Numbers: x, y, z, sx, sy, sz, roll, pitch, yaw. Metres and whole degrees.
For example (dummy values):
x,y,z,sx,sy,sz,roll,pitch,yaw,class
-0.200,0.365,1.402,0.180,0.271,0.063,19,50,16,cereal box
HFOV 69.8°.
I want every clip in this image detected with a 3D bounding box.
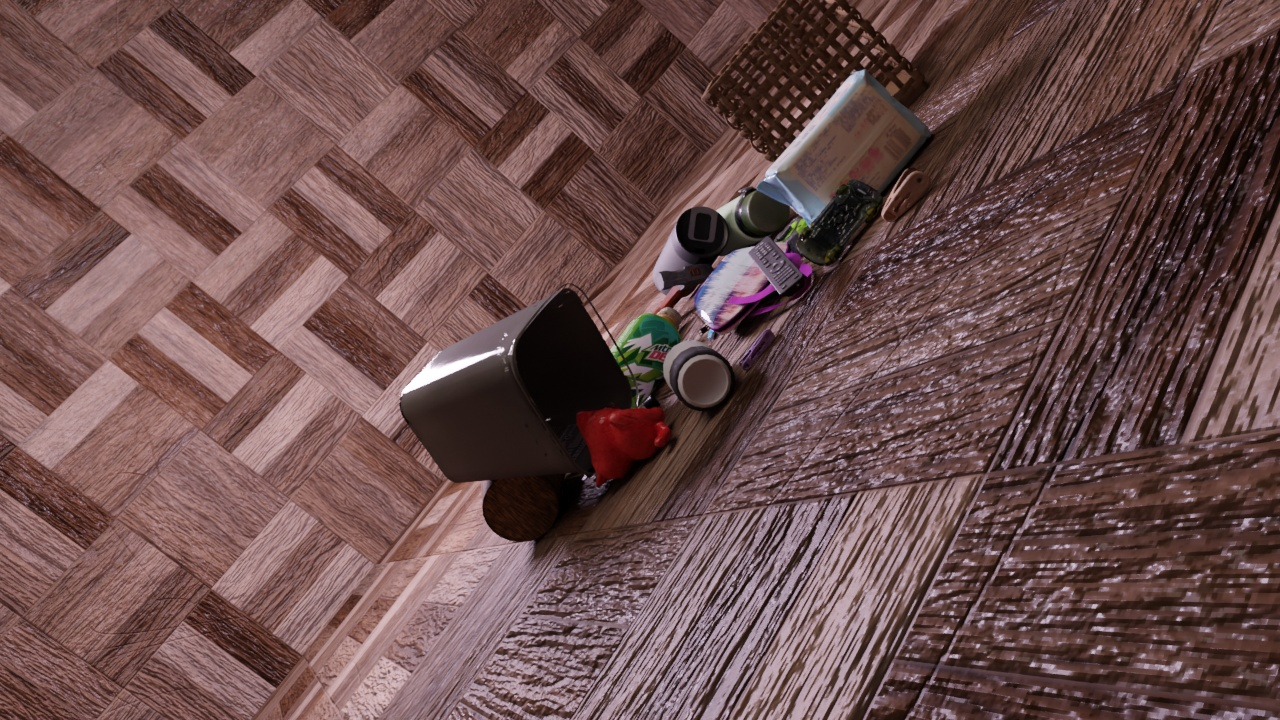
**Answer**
x,y,z,sx,sy,sz,roll,pitch,yaw,class
0.122,-0.008,0.970,0.052,0.014,0.040,-47,9,29,clip
0.262,-0.163,0.902,0.060,0.024,0.039,-59,6,4,clip

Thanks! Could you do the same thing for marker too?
x,y,z,sx,sy,sz,roll,pitch,yaw,class
-0.029,0.105,1.199,0.146,0.019,0.019,-48,9,9,marker

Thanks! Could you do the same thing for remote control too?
x,y,z,sx,sy,sz,roll,pitch,yaw,class
0.148,-0.101,0.992,0.032,0.015,0.136,-41,24,10,remote control

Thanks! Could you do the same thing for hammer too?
x,y,z,sx,sy,sz,roll,pitch,yaw,class
0.040,-0.086,1.504,0.111,0.028,0.301,-13,-14,-21,hammer

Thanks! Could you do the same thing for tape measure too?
x,y,z,sx,sy,sz,roll,pitch,yaw,class
0.190,-0.152,1.150,0.065,0.036,0.059,-50,10,-8,tape measure

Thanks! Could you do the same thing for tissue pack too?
x,y,z,sx,sy,sz,roll,pitch,yaw,class
0.228,-0.226,1.034,0.182,0.112,0.070,-49,11,3,tissue pack

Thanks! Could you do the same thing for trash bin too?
x,y,z,sx,sy,sz,roll,pitch,yaw,class
-0.159,0.045,1.161,0.221,0.197,0.196,-17,24,32,trash bin

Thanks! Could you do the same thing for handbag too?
x,y,z,sx,sy,sz,roll,pitch,yaw,class
0.140,-0.086,1.073,0.144,0.068,0.170,-51,16,-15,handbag

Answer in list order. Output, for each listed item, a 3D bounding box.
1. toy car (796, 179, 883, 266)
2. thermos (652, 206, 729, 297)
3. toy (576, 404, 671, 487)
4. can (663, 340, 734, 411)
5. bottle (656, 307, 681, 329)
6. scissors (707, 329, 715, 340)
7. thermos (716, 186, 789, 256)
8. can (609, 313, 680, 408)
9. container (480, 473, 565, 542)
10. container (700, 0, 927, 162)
x,y,z,sx,sy,sz,roll,pitch,yaw,class
0.214,-0.146,0.988,0.105,0.048,0.033,-49,-24,-4,toy car
0.077,-0.170,1.479,0.082,0.082,0.241,-51,-1,-13,thermos
-0.006,0.099,1.051,0.088,0.094,0.133,-5,2,-42,toy
0.061,0.014,1.002,0.064,0.064,0.127,-49,9,2,can
0.006,-0.012,1.397,0.053,0.053,0.185,-38,12,51,bottle
0.107,-0.060,1.258,0.066,0.015,0.134,-44,13,29,scissors
0.158,-0.218,1.425,0.082,0.082,0.231,-51,9,-9,thermos
-0.008,0.008,1.290,0.143,0.083,0.083,-55,11,-33,can
-0.165,0.168,1.276,0.132,0.132,0.167,-48,15,9,container
0.248,-0.406,1.345,0.220,0.214,0.251,-46,10,21,container
